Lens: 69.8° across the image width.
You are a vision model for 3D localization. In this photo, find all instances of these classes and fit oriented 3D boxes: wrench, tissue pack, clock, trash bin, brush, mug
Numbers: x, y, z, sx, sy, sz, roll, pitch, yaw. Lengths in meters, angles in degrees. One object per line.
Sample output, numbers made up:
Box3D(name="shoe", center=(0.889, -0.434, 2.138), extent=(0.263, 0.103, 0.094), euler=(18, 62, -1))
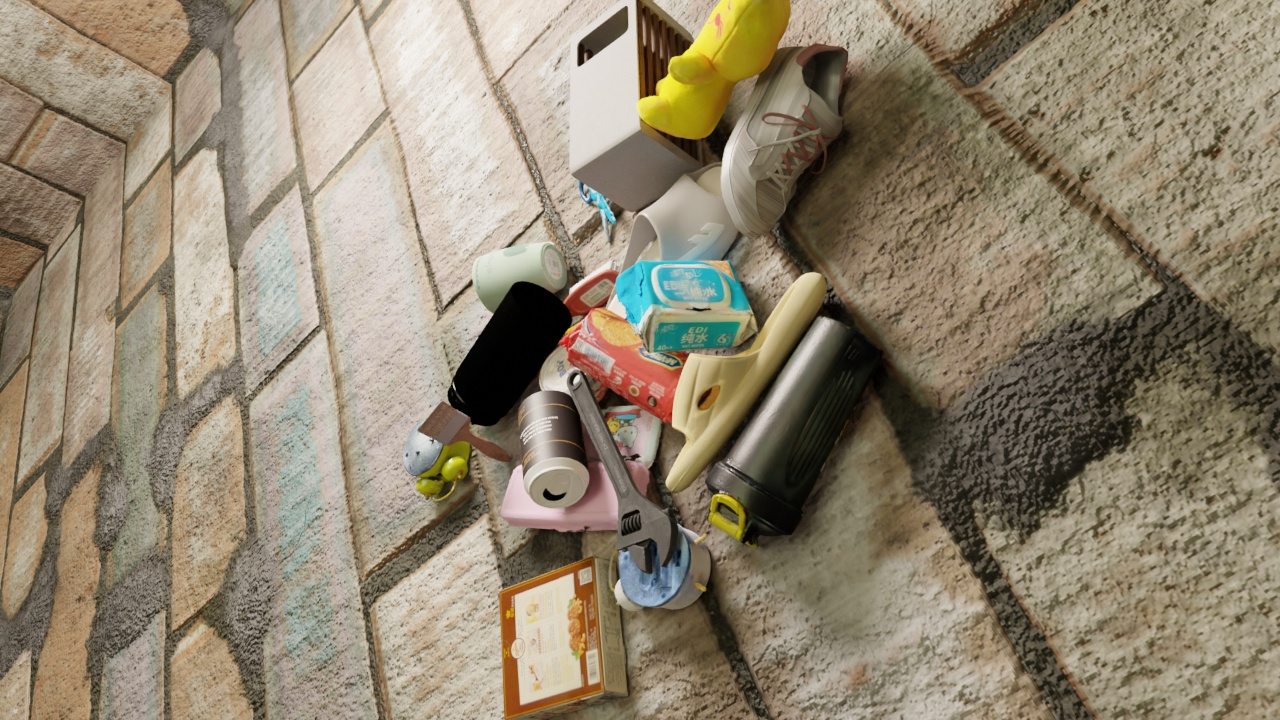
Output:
Box3D(name="wrench", center=(-0.028, 0.107, 0.968), extent=(0.073, 0.018, 0.273), euler=(-45, 47, 20))
Box3D(name="tissue pack", center=(0.049, -0.060, 0.975), extent=(0.062, 0.144, 0.092), euler=(106, 154, -48))
Box3D(name="clock", center=(0.013, 0.209, 0.932), extent=(0.126, 0.052, 0.088), euler=(-14, 62, 37))
Box3D(name="trash bin", center=(-0.007, -0.324, 1.153), extent=(0.115, 0.114, 0.228), euler=(-24, 56, 37))
Box3D(name="brush", center=(-0.206, 0.096, 1.115), extent=(0.045, 0.143, 0.008), euler=(-49, 47, 0))
Box3D(name="clock", center=(-0.269, 0.131, 1.216), extent=(0.083, 0.057, 0.119), euler=(-33, 51, 25))
Box3D(name="mug", center=(-0.153, -0.122, 1.225), extent=(0.104, 0.084, 0.111), euler=(-15, 32, 25))
Box3D(name="brush", center=(-0.086, -0.072, 1.168), extent=(0.173, 0.041, 0.030), euler=(-32, 35, 29))

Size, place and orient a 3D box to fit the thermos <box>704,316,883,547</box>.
Box3D(name="thermos", center=(0.141, 0.069, 0.859), extent=(0.098, 0.098, 0.220), euler=(30, 87, 45))

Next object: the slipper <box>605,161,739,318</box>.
Box3D(name="slipper", center=(0.022, -0.123, 1.062), extent=(0.266, 0.080, 0.113), euler=(-56, 42, 6))

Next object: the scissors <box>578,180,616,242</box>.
Box3D(name="scissors", center=(-0.058, -0.211, 1.205), extent=(0.118, 0.013, 0.140), euler=(150, 110, -65))

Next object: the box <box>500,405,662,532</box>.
Box3D(name="box", center=(-0.068, 0.122, 1.056), extent=(0.202, 0.037, 0.152), euler=(-7, 59, 39))

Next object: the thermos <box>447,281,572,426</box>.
Box3D(name="thermos", center=(-0.174, 0.003, 1.156), extent=(0.199, 0.086, 0.086), euler=(-52, 44, 26))

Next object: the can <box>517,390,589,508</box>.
Box3D(name="can", center=(-0.098, 0.096, 1.020), extent=(0.072, 0.072, 0.128), euler=(-40, 36, 21))

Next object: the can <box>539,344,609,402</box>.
Box3D(name="can", center=(-0.077, 0.017, 1.101), extent=(0.086, 0.043, 0.086), euler=(-23, 45, 25))

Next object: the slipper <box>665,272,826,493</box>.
Box3D(name="slipper", center=(0.087, 0.010, 0.917), extent=(0.079, 0.111, 0.261), euler=(36, 90, 4))

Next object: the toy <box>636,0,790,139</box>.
Box3D(name="toy", center=(0.087, -0.326, 1.003), extent=(0.194, 0.087, 0.134), euler=(-45, 5, 28))

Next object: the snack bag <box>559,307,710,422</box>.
Box3D(name="snack bag", center=(-0.006, 0.006, 1.008), extent=(0.176, 0.082, 0.082), euler=(31, 92, 25))

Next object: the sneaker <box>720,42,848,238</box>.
Box3D(name="sneaker", center=(0.164, -0.243, 0.981), extent=(0.090, 0.099, 0.235), euler=(-1, 66, 54))

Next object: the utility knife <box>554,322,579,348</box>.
Box3D(name="utility knife", center=(-0.092, -0.028, 1.165), extent=(0.159, 0.017, 0.030), euler=(-28, 64, 26))

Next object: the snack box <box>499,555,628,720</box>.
Box3D(name="snack box", center=(-0.086, 0.300, 0.984), extent=(0.147, 0.041, 0.143), euler=(-27, 54, 30))
